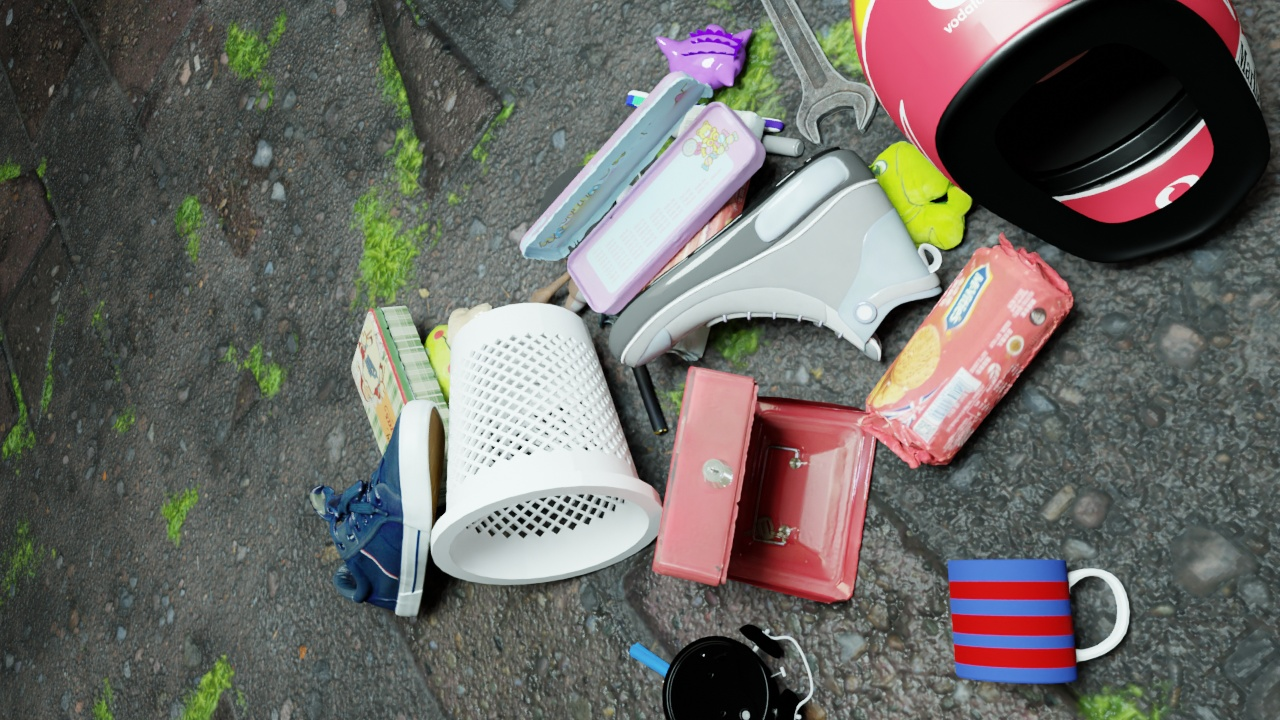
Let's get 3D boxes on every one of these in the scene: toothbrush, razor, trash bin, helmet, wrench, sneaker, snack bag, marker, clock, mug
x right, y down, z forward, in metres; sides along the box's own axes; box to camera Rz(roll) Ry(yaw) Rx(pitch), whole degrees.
[{"bbox_3d":[0.057,-0.238,0.879,0.187,0.015,0.016,24,98,36],"label":"toothbrush"},{"bbox_3d":[-0.005,0.005,0.864,0.022,0.043,0.144,-18,67,-17],"label":"razor"},{"bbox_3d":[-0.094,0.068,0.820,0.196,0.195,0.199,-30,54,25],"label":"trash bin"},{"bbox_3d":[0.262,-0.217,0.607,0.198,0.270,0.224,-40,38,37],"label":"helmet"},{"bbox_3d":[0.138,-0.307,0.842,0.070,0.010,0.273,-32,63,25],"label":"wrench"},{"bbox_3d":[-0.252,0.138,0.860,0.120,0.127,0.295,-93,19,-44],"label":"sneaker"},{"bbox_3d":[0.049,-0.116,0.832,0.077,0.041,0.225,17,96,35],"label":"snack bag"},{"bbox_3d":[0.087,-0.205,0.850,0.141,0.016,0.016,19,90,36],"label":"marker"},{"bbox_3d":[0.237,-0.001,0.666,0.082,0.082,0.176,43,105,34],"label":"snack bag"},{"bbox_3d":[-0.048,-0.152,0.919,0.123,0.035,0.094,-40,60,20],"label":"clock"},{"bbox_3d":[0.077,0.261,0.722,0.121,0.042,0.091,-29,56,14],"label":"clock"},{"bbox_3d":[0.266,0.172,0.612,0.112,0.075,0.076,-2,77,7],"label":"mug"},{"bbox_3d":[0.107,-0.039,0.742,0.257,0.093,0.160,-39,88,19],"label":"sneaker"},{"bbox_3d":[0.048,0.276,0.768,0.142,0.013,0.013,21,91,36],"label":"marker"}]

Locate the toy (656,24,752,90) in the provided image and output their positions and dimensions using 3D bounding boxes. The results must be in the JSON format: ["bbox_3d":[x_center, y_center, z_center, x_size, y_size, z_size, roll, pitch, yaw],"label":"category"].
[{"bbox_3d":[0.059,-0.283,0.862,0.088,0.056,0.105,7,62,26],"label":"toy"}]

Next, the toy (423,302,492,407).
[{"bbox_3d":[-0.193,-0.010,0.980,0.118,0.043,0.092,-43,57,22],"label":"toy"}]

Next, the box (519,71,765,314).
[{"bbox_3d":[-0.005,-0.141,0.790,0.215,0.092,0.089,-44,62,23],"label":"box"}]

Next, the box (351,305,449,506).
[{"bbox_3d":[-0.251,0.049,0.977,0.205,0.049,0.118,62,144,26],"label":"box"}]

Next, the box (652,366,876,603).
[{"bbox_3d":[0.071,0.094,0.705,0.152,0.165,0.157,2,80,40],"label":"box"}]

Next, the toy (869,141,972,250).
[{"bbox_3d":[0.217,-0.131,0.732,0.094,0.036,0.093,-2,87,37],"label":"toy"}]

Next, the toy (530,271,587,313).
[{"bbox_3d":[-0.056,-0.074,0.901,0.102,0.041,0.055,-37,99,33],"label":"toy"}]
